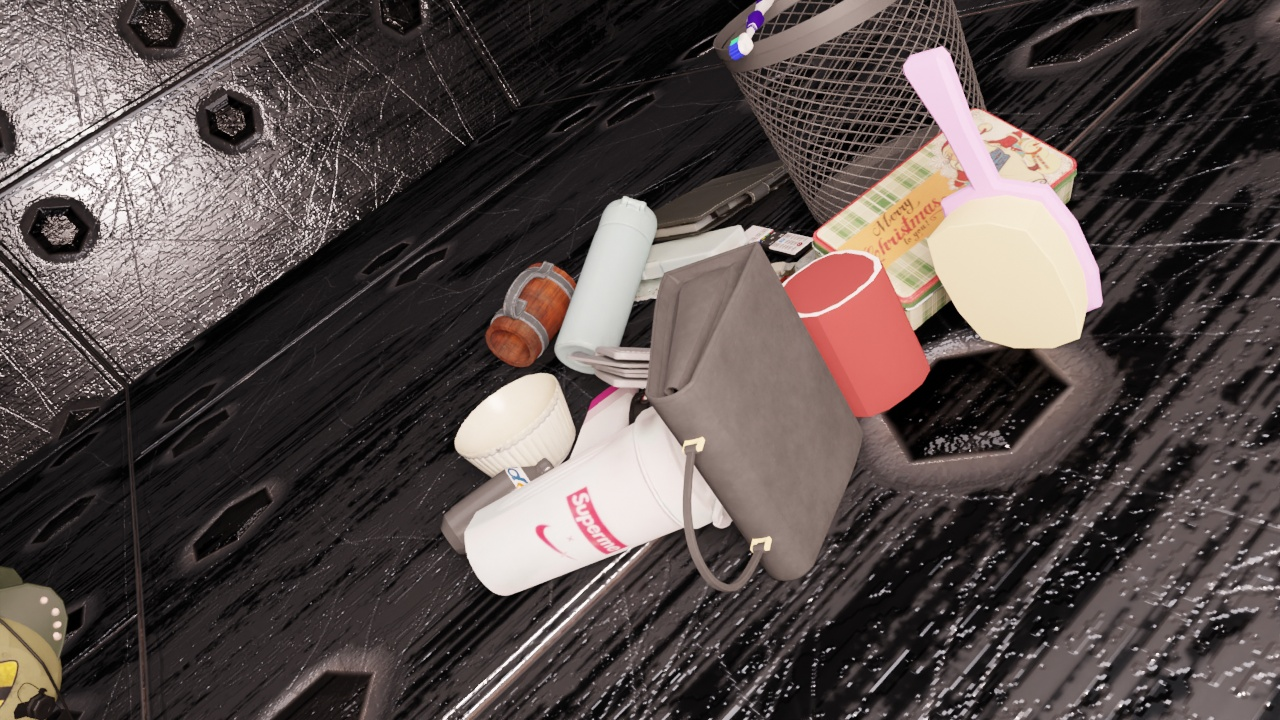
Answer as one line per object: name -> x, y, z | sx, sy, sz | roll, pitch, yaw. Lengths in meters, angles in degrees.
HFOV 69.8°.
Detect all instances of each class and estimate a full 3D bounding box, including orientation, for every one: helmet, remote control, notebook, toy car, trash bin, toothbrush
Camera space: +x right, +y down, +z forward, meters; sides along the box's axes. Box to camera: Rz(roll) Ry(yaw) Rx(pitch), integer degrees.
helmet -> -0.588, 0.299, 0.769 | 0.251, 0.256, 0.232 | -6, 33, 47
remote control -> 0.146, -0.130, 1.005 | 0.028, 0.012, 0.124 | -38, 25, -11
notebook -> 0.085, -0.196, 1.134 | 0.170, 0.029, 0.208 | -1, 29, 49
toy car -> 0.006, 0.061, 0.788 | 0.037, 0.040, 0.092 | -28, 25, 13
trash bin -> 0.220, -0.260, 0.899 | 0.218, 0.227, 0.217 | -26, 26, 13
toothbrush -> 0.104, -0.308, 0.830 | 0.016, 0.015, 0.186 | -23, 26, 30

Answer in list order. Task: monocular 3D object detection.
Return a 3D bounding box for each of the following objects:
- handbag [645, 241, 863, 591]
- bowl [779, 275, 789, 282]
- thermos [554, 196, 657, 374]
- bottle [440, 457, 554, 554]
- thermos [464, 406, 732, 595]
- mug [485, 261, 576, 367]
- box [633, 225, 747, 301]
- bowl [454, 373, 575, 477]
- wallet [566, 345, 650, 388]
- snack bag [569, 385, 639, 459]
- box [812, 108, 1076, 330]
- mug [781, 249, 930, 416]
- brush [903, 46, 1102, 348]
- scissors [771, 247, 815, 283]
handbag -> 0.064, 0.058, 0.573 | 0.072, 0.176, 0.195 | -16, 33, 31
bowl -> 0.097, -0.039, 0.869 | 0.122, 0.035, 0.121 | -26, 26, 14
thermos -> -0.034, -0.087, 1.006 | 0.065, 0.078, 0.206 | 16, 61, 2
bottle -> -0.123, 0.127, 0.814 | 0.112, 0.047, 0.047 | -36, 25, -7
thermos -> -0.025, 0.108, 0.694 | 0.221, 0.099, 0.099 | -29, 25, 21
mug -> -0.131, -0.065, 1.102 | 0.081, 0.118, 0.110 | 19, 50, 14
box -> 0.037, -0.112, 1.061 | 0.199, 0.067, 0.083 | -7, 54, 45
bowl -> -0.113, 0.072, 0.881 | 0.115, 0.062, 0.115 | -26, 26, 14
wallet -> -0.005, 0.004, 0.817 | 0.115, 0.037, 0.118 | 2, 4, -12
snack bag -> -0.032, 0.064, 0.834 | 0.070, 0.016, 0.196 | -38, 16, 24
box -> 0.255, -0.122, 0.772 | 0.205, 0.050, 0.117 | -37, 51, -10
mug -> 0.153, -0.025, 0.707 | 0.080, 0.096, 0.116 | -36, 25, -8
brush -> 0.226, -0.098, 0.602 | 0.089, 0.229, 0.043 | 1, 49, 50
scissors -> 0.114, -0.066, 0.836 | 0.180, 0.015, 0.198 | -9, 33, 41
